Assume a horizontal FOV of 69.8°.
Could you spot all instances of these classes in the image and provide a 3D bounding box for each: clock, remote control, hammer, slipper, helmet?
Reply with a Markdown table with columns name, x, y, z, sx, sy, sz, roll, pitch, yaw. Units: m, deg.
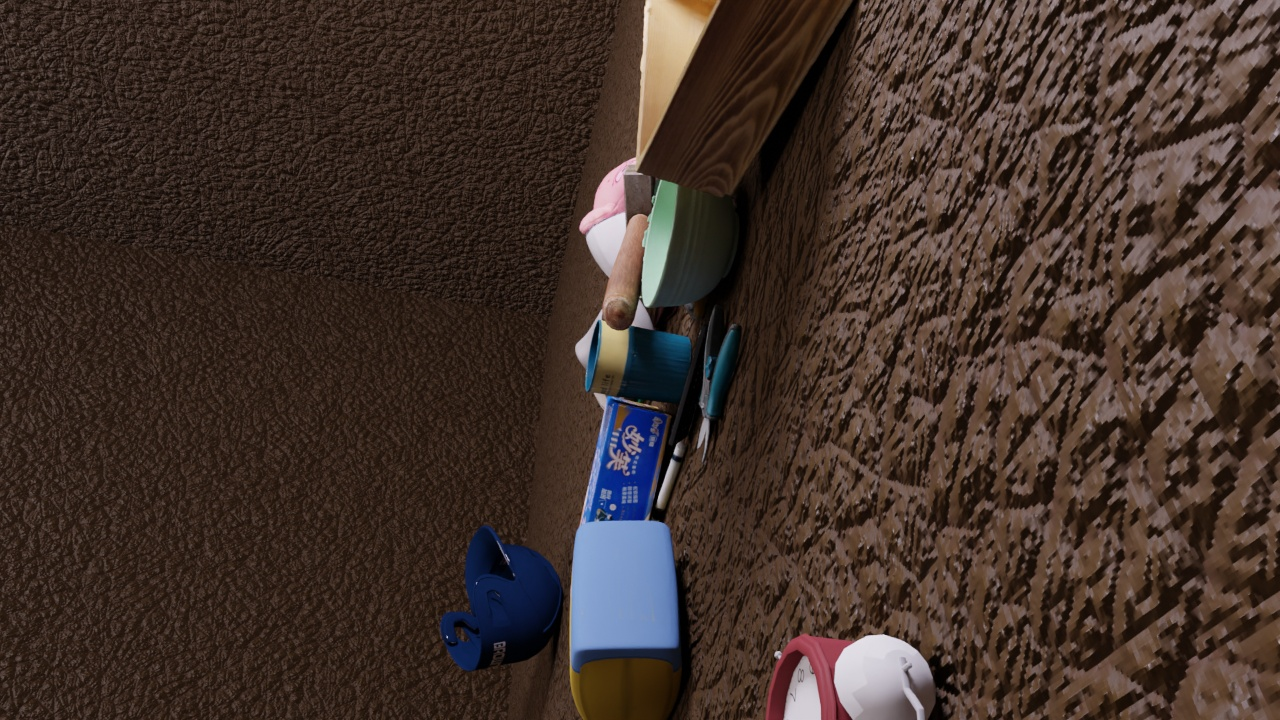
| name | x | y | z | sx | sy | sz | roll | pitch | yaw |
| --- | --- | --- | --- | --- | --- | --- | --- | --- | --- |
| clock | 0.097 | 0.177 | 0.427 | 0.138 | 0.048 | 0.096 | 124 | 153 | -72 |
| remote control | 0.054 | 0.023 | 0.924 | 0.030 | 0.009 | 0.140 | -27 | -42 | -52 |
| hammer | -0.010 | -0.110 | 1.056 | 0.300 | 0.037 | 0.158 | -79 | -12 | -62 |
| slipper | -0.050 | 0.006 | 1.285 | 0.113 | 0.080 | 0.266 | 63 | 158 | 19 |
| helmet | -0.267 | 0.454 | 1.796 | 0.233 | 0.222 | 0.272 | -49 | 60 | 46 |

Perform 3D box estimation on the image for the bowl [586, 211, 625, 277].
| name | x | y | z | sx | sy | sz | roll | pitch | yaw |
| --- | --- | --- | --- | --- | --- | --- | --- | --- | --- |
| bowl | -0.011 | -0.154 | 1.253 | 0.116 | 0.116 | 0.065 | 126 | 130 | -71 |

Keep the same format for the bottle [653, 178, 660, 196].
| name | x | y | z | sx | sy | sz | roll | pitch | yaw |
| --- | --- | --- | --- | --- | --- | --- | --- | --- | --- |
| bottle | 0.063 | -0.258 | 1.057 | 0.055 | 0.055 | 0.175 | -91 | 15 | -47 |

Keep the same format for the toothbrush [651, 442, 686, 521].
| name | x | y | z | sx | sy | sz | roll | pitch | yaw |
| --- | --- | --- | --- | --- | --- | --- | --- | --- | --- |
| toothbrush | 0.023 | 0.162 | 1.011 | 0.017 | 0.012 | 0.187 | -112 | 30 | -47 |

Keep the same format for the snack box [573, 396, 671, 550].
| name | x | y | z | sx | sy | sz | roll | pitch | yaw |
| --- | --- | --- | --- | --- | --- | --- | --- | --- | --- |
| snack box | -0.025 | 0.151 | 1.078 | 0.155 | 0.069 | 0.202 | -171 | 94 | -84 |

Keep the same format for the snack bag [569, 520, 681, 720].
| name | x | y | z | sx | sy | sz | roll | pitch | yaw |
| --- | --- | --- | --- | --- | --- | --- | --- | --- | --- |
| snack bag | -0.016 | 0.282 | 0.898 | 0.158 | 0.102 | 0.206 | -93 | 4 | -53 |

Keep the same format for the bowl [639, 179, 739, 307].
| name | x | y | z | sx | sy | sz | roll | pitch | yaw |
| --- | --- | --- | --- | --- | --- | --- | --- | --- | --- |
| bowl | 0.052 | -0.121 | 0.912 | 0.151 | 0.077 | 0.151 | -172 | 91 | -81 |

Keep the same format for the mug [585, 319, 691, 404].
| name | x | y | z | sx | sy | sz | roll | pitch | yaw |
| --- | --- | --- | --- | --- | --- | --- | --- | --- | --- |
| mug | -0.006 | 0.006 | 1.049 | 0.114 | 0.107 | 0.083 | 128 | 148 | -71 |

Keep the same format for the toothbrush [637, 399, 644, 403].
| name | x | y | z | sx | sy | sz | roll | pitch | yaw |
| --- | --- | --- | --- | --- | --- | --- | --- | --- | --- |
| toothbrush | 0.006 | 0.051 | 1.216 | 0.016 | 0.017 | 0.190 | -91 | 15 | -48 |

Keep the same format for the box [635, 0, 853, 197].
| name | x | y | z | sx | sy | sz | roll | pitch | yaw |
| --- | --- | --- | --- | --- | --- | --- | --- | --- | --- |
| box | -0.010 | -0.365 | 0.755 | 0.285 | 0.323 | 0.278 | 126 | 155 | -51 |

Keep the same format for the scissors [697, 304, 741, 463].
| name | x | y | z | sx | sy | sz | roll | pitch | yaw |
| --- | --- | --- | --- | --- | --- | --- | --- | --- | --- |
| scissors | 0.071 | 0.015 | 0.847 | 0.125 | 0.019 | 0.153 | 122 | 153 | -70 |

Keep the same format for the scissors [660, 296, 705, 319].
| name | x | y | z | sx | sy | sz | roll | pitch | yaw |
| --- | --- | --- | --- | --- | --- | --- | --- | --- | --- |
| scissors | 0.039 | -0.140 | 1.049 | 0.217 | 0.016 | 0.225 | 126 | 138 | -69 |

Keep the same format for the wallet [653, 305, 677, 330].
| name | x | y | z | sx | sy | sz | roll | pitch | yaw |
| --- | --- | --- | --- | --- | --- | --- | --- | --- | --- |
| wallet | 0.034 | -0.092 | 1.192 | 0.116 | 0.018 | 0.091 | 129 | 149 | -78 |

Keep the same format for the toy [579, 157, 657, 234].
| name | x | y | z | sx | sy | sz | roll | pitch | yaw |
| --- | --- | --- | --- | --- | --- | --- | --- | --- | --- |
| toy | -0.004 | -0.235 | 1.275 | 0.192 | 0.097 | 0.237 | -46 | 5 | -11 |
